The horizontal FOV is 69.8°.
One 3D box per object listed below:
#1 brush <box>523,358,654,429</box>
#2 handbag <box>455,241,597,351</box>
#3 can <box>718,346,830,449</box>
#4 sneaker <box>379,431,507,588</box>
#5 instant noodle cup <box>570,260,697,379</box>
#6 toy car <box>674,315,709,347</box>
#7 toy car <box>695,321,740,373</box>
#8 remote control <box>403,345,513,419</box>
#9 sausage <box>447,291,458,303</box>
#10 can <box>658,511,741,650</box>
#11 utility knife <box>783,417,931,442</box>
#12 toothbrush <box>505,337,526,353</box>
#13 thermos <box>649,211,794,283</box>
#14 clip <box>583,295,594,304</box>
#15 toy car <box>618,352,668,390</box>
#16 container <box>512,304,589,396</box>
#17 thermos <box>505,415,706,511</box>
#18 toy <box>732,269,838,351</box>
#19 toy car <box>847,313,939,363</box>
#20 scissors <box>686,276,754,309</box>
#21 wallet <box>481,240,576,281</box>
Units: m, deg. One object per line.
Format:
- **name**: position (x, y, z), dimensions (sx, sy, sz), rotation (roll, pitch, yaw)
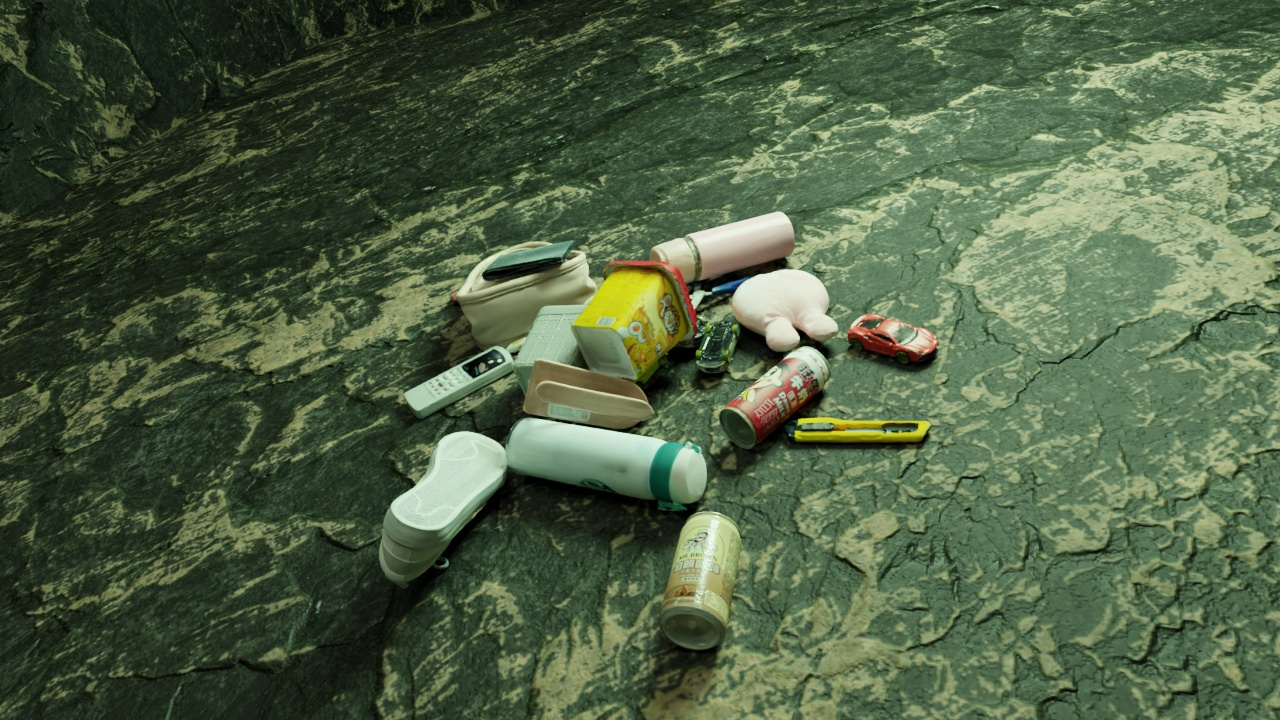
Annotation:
- **brush**: position (-0.058, 0.044, 1.050), dimensions (0.145, 0.063, 0.073), rotation (14, 2, -19)
- **handbag**: position (-0.176, -0.118, 1.362), dimensions (0.193, 0.093, 0.234), rotation (-19, 29, -6)
- **can**: position (0.150, 0.039, 1.012), dimensions (0.132, 0.053, 0.053), rotation (-36, 38, -27)
- **sneaker**: position (-0.209, 0.158, 0.985), dimensions (0.089, 0.091, 0.241), rotation (21, 21, 3)
- **instant noodle cup**: position (-0.010, -0.045, 1.101), dimensions (0.116, 0.116, 0.123), rotation (6, 42, 38)
- **toy car**: position (0.042, -0.038, 1.191), dimensions (0.106, 0.031, 0.048), rotation (12, 39, 38)
- **toy car**: position (0.097, -0.015, 1.130), dimensions (0.042, 0.035, 0.090), rotation (-2, 36, 24)
- **remote control**: position (-0.242, 0.027, 1.228), dimensions (0.149, 0.021, 0.058), rotation (-30, 36, -18)
- **sausage**: position (-0.232, -0.123, 1.444), dimensions (0.155, 0.020, 0.020), rotation (-27, 35, -16)
- **can**: position (0.055, 0.196, 0.821), dimensions (0.059, 0.058, 0.116), rotation (-3, 35, 19)
- **utility knife**: position (0.225, 0.072, 0.966), dimensions (0.154, 0.015, 0.033), rotation (-2, 39, 21)
- **toothbrush**: position (-0.099, -0.047, 1.280), dimensions (0.191, 0.016, 0.018), rotation (-23, 43, -11)
- **thermos**: position (0.110, -0.150, 1.279), dimensions (0.198, 0.067, 0.087), rotation (-18, -5, -15)
- **clip**: position (-0.079, -0.062, 1.246), dimensions (0.104, 0.084, 0.035), rotation (-13, 32, -15)
- **toy car**: position (-0.007, 0.007, 1.147), dimensions (0.048, 0.032, 0.105), rotation (9, 40, 34)
- **container**: position (-0.096, 0.000, 1.146), dimensions (0.090, 0.090, 0.114), rotation (-1, 39, 22)
- **thermos**: position (-0.037, 0.110, 0.982), dimensions (0.225, 0.073, 0.073), rotation (7, 40, 30)
- **toy**: position (0.181, -0.061, 1.145), dimensions (0.121, 0.054, 0.159), rotation (-15, 35, 0)
- **toy car**: position (0.294, -0.027, 1.069), dimensions (0.106, 0.031, 0.049), rotation (22, 50, 41)
- **scissors**: position (0.089, -0.095, 1.249), dimensions (0.175, 0.012, 0.162), rotation (-9, 25, -5)
- **wallet**: position (-0.156, -0.143, 1.293), dimensions (0.121, 0.019, 0.097), rotation (-11, 21, 11)
